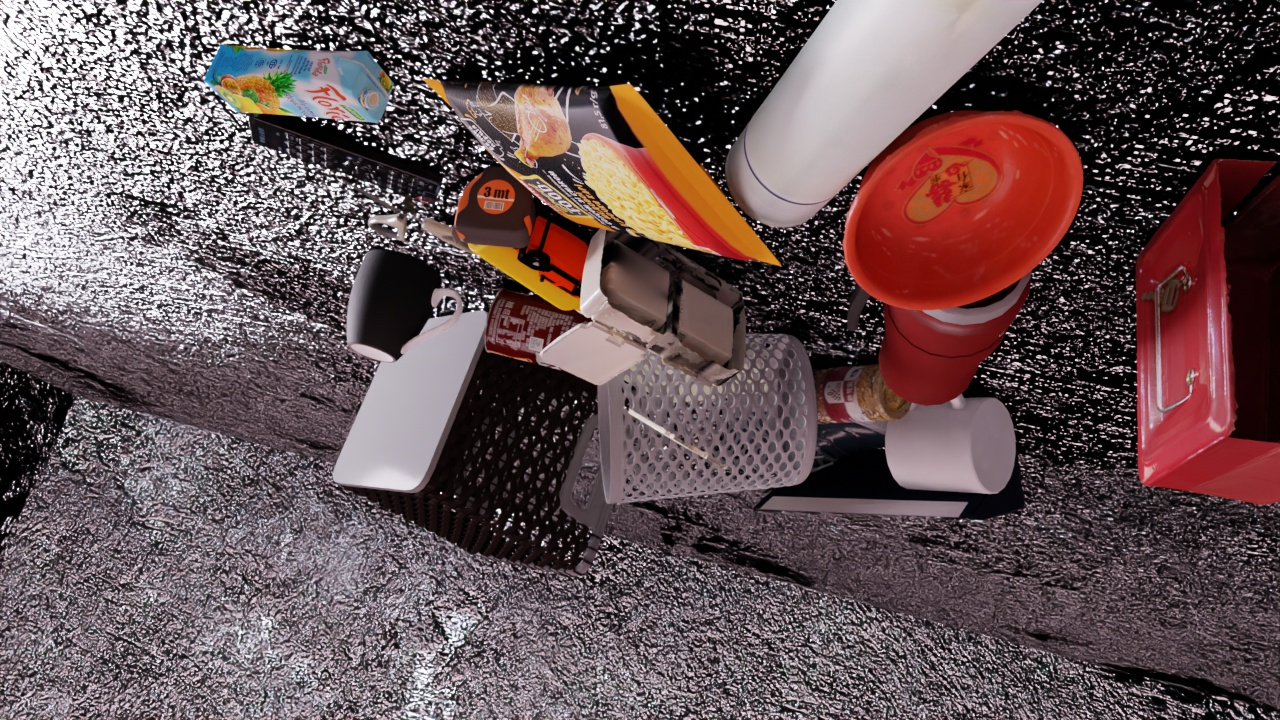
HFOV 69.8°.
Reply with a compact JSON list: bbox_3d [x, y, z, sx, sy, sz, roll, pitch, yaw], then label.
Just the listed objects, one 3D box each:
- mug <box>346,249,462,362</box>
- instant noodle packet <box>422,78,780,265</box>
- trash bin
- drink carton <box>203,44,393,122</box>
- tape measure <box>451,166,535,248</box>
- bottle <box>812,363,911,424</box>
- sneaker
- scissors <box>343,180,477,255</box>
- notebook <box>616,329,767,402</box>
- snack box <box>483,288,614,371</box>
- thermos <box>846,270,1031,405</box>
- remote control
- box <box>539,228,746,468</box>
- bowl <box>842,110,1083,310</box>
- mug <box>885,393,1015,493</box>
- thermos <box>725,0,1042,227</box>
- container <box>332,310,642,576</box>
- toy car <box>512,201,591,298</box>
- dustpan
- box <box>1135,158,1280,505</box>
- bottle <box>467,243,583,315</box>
[{"bbox_3d":[-0.248,-0.049,0.960,0.119,0.100,0.085,13,162,9],"label":"mug"},{"bbox_3d":[-0.029,-0.123,0.587,0.221,0.032,0.160,20,165,47],"label":"instant noodle packet"},{"bbox_3d":[0.057,0.049,0.852,0.183,0.156,0.157,-2,164,-6],"label":"trash bin"},{"bbox_3d":[-0.231,-0.189,0.624,0.129,0.038,0.044,9,161,19],"label":"drink carton"},{"bbox_3d":[-0.111,-0.116,0.709,0.058,0.058,0.038,5,163,2],"label":"tape measure"},{"bbox_3d":[0.205,0.033,0.894,0.056,0.056,0.105,28,159,-34],"label":"bottle"},{"bbox_3d":[0.180,0.089,1.032,0.236,0.087,0.089,-3,155,46],"label":"sneaker"},{"bbox_3d":[-0.199,-0.122,0.815,0.157,0.012,0.171,17,171,-31],"label":"scissors"},{"bbox_3d":[0.047,0.003,1.016,0.181,0.010,0.253,27,159,-32],"label":"notebook"},{"bbox_3d":[-0.092,-0.027,0.942,0.121,0.072,0.072,14,162,8],"label":"snack box"},{"bbox_3d":[0.203,-0.033,0.651,0.108,0.083,0.199,10,164,13],"label":"thermos"},{"bbox_3d":[-0.232,-0.165,0.732,0.150,0.022,0.047,19,162,-14],"label":"remote control"},{"bbox_3d":[-0.005,0.005,0.730,0.143,0.187,0.105,29,134,-22],"label":"box"},{"bbox_3d":[0.172,-0.091,0.512,0.130,0.045,0.131,-4,135,-5],"label":"bowl"},{"bbox_3d":[0.297,0.070,0.895,0.090,0.090,0.121,-4,121,47],"label":"mug"},{"bbox_3d":[0.108,-0.137,0.448,0.068,0.067,0.230,19,163,-9],"label":"thermos"},{"bbox_3d":[-0.189,0.099,1.133,0.246,0.247,0.243,-4,150,47],"label":"container"},{"bbox_3d":[-0.065,-0.087,0.770,0.049,0.051,0.100,-4,154,45],"label":"toy car"},{"bbox_3d":[0.299,0.149,1.033,0.237,0.080,0.272,-5,-165,38],"label":"dustpan"},{"bbox_3d":[0.329,-0.011,0.493,0.087,0.157,0.129,8,163,6],"label":"box"},{"bbox_3d":[-0.087,-0.082,0.819,0.043,0.043,0.143,0,156,41],"label":"bottle"}]
